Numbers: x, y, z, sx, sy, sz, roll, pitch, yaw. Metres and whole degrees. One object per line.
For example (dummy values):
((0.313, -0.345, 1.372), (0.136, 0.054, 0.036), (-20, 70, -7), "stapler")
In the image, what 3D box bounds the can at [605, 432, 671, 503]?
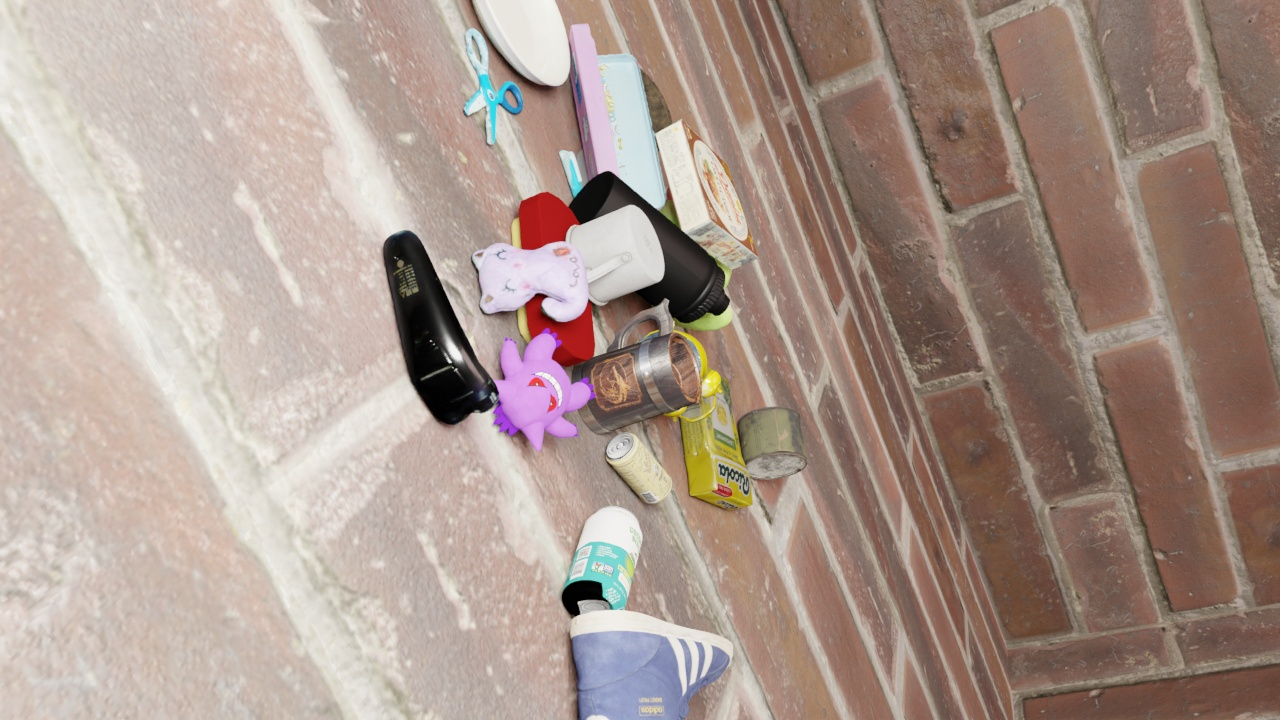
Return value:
((-0.002, 0.111, 0.944), (0.079, 0.038, 0.038), (53, 30, -37), "can")

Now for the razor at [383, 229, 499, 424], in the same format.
((-0.156, -0.026, 0.699), (0.151, 0.054, 0.067), (67, 12, 7), "razor")

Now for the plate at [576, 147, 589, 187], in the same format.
((-0.028, -0.181, 1.132), (0.178, 0.012, 0.178), (46, 34, -45), "plate")

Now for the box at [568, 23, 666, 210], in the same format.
((-0.024, -0.283, 1.071), (0.090, 0.091, 0.214), (117, -36, -72), "box")

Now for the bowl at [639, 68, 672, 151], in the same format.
((-0.017, -0.319, 1.195), (0.121, 0.056, 0.121), (27, 52, -42), "bowl")

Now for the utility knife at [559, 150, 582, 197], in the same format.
((-0.061, -0.159, 1.037), (0.022, 0.015, 0.167), (1, 71, -65), "utility knife")

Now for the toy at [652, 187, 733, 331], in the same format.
((0.058, -0.121, 1.181), (0.150, 0.107, 0.196), (47, 22, -20), "toy")

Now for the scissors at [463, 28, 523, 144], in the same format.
((-0.147, -0.264, 0.930), (0.118, 0.013, 0.139), (37, 38, -55), "scissors")

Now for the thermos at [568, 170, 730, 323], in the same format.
((0.014, -0.114, 1.014), (0.198, 0.086, 0.086), (36, 39, -28), "thermos")

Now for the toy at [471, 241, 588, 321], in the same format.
((-0.095, -0.069, 0.809), (0.036, 0.099, 0.080), (117, -37, -69), "toy")

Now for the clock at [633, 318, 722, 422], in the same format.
((0.041, 0.016, 1.050), (0.118, 0.083, 0.057), (59, 16, 6), "clock")

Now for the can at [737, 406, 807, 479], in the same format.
((0.185, 0.116, 1.291), (0.090, 0.090, 0.074), (40, 38, -51), "can")

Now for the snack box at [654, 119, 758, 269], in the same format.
((0.082, -0.200, 1.129), (0.147, 0.041, 0.143), (24, 47, -58), "snack box")

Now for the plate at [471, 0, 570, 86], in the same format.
((-0.139, -0.383, 1.003), (0.182, 0.034, 0.182), (47, 34, -45), "plate")

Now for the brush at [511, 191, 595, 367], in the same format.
((-0.088, -0.077, 0.885), (0.082, 0.042, 0.173), (33, 44, -56), "brush")

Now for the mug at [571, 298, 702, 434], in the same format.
((-0.005, 0.006, 0.925), (0.080, 0.107, 0.115), (24, 52, -60), "mug")

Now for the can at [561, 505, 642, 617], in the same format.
((-0.032, 0.179, 0.807), (0.055, 0.055, 0.101), (60, 26, -25), "can")

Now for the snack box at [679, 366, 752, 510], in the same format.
((0.092, 0.091, 1.160), (0.121, 0.045, 0.180), (33, 45, -56), "snack box")

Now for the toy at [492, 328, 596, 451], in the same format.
((-0.092, 0.029, 0.786), (0.106, 0.056, 0.087), (55, 30, -12), "toy")

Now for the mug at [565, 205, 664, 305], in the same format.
((-0.028, -0.098, 0.890), (0.084, 0.071, 0.113), (65, 22, -16), "mug")

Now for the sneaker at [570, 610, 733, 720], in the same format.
((0.021, 0.300, 0.793), (0.233, 0.092, 0.118), (43, 36, -52), "sneaker")
